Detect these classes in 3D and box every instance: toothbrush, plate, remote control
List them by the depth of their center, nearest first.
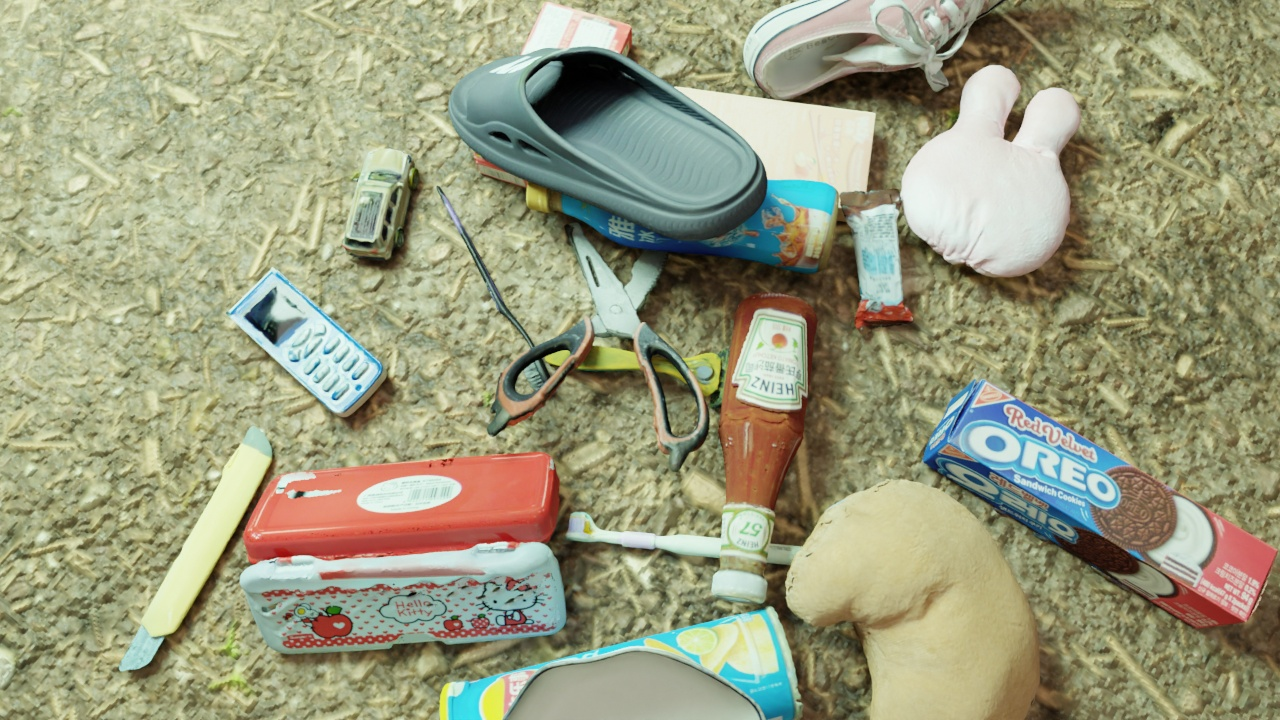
[{"bbox_3d":[-0.037,0.273,0.520,0.162,0.034,0.266,29,97,-11],"label":"plate"},{"bbox_3d":[0.044,0.123,0.617,0.189,0.029,0.020,7,115,3],"label":"toothbrush"},{"bbox_3d":[-0.241,-0.013,0.666,0.125,0.024,0.049,40,78,12],"label":"remote control"},{"bbox_3d":[-0.113,-0.055,0.681,0.017,0.014,0.189,-32,74,5],"label":"toothbrush"}]

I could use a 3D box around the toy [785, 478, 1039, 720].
[{"bbox_3d":[0.188,0.182,0.566,0.143,0.083,0.226,-29,83,-14],"label":"toy"}]

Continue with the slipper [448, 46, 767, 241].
[{"bbox_3d":[-0.031,-0.171,0.617,0.268,0.083,0.110,32,64,31],"label":"slipper"}]

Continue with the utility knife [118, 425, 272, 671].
[{"bbox_3d":[-0.301,0.128,0.627,0.031,0.019,0.178,21,68,12],"label":"utility knife"}]

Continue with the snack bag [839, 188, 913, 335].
[{"bbox_3d":[0.170,-0.072,0.659,0.045,0.026,0.105,-6,88,3],"label":"snack bag"}]

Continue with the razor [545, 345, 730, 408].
[{"bbox_3d":[-0.004,0.004,0.654,0.132,0.028,0.043,8,77,6],"label":"razor"}]

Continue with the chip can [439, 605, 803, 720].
[{"bbox_3d":[-0.012,0.210,0.565,0.210,0.071,0.071,-14,73,-3],"label":"chip can"}]

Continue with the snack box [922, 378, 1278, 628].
[{"bbox_3d":[0.292,0.093,0.599,0.207,0.058,0.057,32,73,11],"label":"snack box"}]

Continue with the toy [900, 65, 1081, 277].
[{"bbox_3d":[0.261,-0.137,0.671,0.121,0.054,0.159,26,78,8],"label":"toy"}]

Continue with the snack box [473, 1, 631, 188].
[{"bbox_3d":[-0.067,-0.205,0.719,0.075,0.025,0.152,18,74,7],"label":"snack box"}]

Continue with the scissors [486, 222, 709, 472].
[{"bbox_3d":[-0.016,-0.016,0.639,0.189,0.015,0.224,29,63,20],"label":"scissors"}]

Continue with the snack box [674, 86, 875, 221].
[{"bbox_3d":[0.095,-0.157,0.698,0.157,0.026,0.084,10,74,5],"label":"snack box"}]

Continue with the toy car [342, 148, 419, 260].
[{"bbox_3d":[-0.197,-0.121,0.693,0.042,0.035,0.090,8,71,3],"label":"toy car"}]

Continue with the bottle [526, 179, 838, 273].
[{"bbox_3d":[0.028,-0.109,0.656,0.219,0.065,0.065,10,73,6],"label":"bottle"}]

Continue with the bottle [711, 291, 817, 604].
[{"bbox_3d":[0.078,0.056,0.609,0.060,0.060,0.205,9,69,5],"label":"bottle"}]

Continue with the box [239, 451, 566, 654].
[{"bbox_3d":[-0.151,0.129,0.612,0.201,0.100,0.094,-4,32,2],"label":"box"}]

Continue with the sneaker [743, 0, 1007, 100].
[{"bbox_3d":[0.200,-0.250,0.684,0.241,0.118,0.087,-23,56,1],"label":"sneaker"}]
